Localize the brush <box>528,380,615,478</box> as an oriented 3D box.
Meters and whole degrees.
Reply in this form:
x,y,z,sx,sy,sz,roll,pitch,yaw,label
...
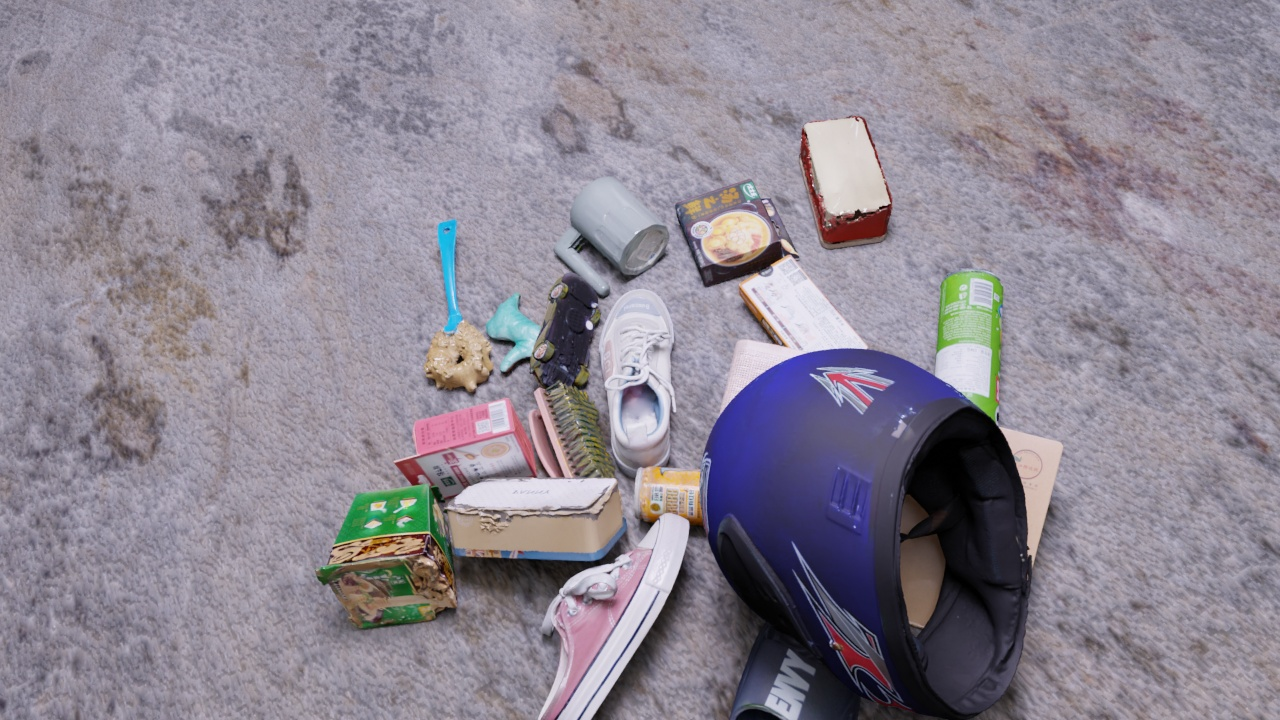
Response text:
x,y,z,sx,sy,sz,roll,pitch,yaw,label
-0.076,0.098,1.001,0.073,0.063,0.145,-35,57,20,brush

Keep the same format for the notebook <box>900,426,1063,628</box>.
x,y,z,sx,sy,sz,roll,pitch,yaw,label
0.305,0.160,0.884,0.148,0.008,0.207,15,86,17,notebook

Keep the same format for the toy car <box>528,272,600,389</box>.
x,y,z,sx,sy,sz,roll,pitch,yaw,label
-0.088,-0.032,1.080,0.042,0.070,0.157,-17,47,39,toy car

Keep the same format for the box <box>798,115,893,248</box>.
x,y,z,sx,sy,sz,roll,pitch,yaw,label
0.253,-0.231,1.151,0.091,0.080,0.168,-8,56,2,box

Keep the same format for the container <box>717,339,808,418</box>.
x,y,z,sx,sy,sz,roll,pitch,yaw,label
0.133,0.052,0.982,0.090,0.090,0.110,12,63,15,container

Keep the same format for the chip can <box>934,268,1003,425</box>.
x,y,z,sx,sy,sz,roll,pitch,yaw,label
0.351,0.013,0.984,0.072,0.072,0.235,8,59,12,chip can

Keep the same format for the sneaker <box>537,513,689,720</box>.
x,y,z,sx,sy,sz,roll,pitch,yaw,label
-0.038,0.239,0.877,0.088,0.118,0.240,33,71,2,sneaker

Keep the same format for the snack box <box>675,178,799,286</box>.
x,y,z,sx,sy,sz,roll,pitch,yaw,label
0.120,-0.162,1.147,0.125,0.053,0.113,-19,57,1,snack box

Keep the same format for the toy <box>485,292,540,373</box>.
x,y,z,sx,sy,sz,roll,pitch,yaw,label
-0.150,-0.031,1.109,0.092,0.030,0.096,30,72,26,toy

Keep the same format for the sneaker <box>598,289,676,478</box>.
x,y,z,sx,sy,sz,roll,pitch,yaw,label
-0.006,0.006,1.028,0.089,0.091,0.241,-4,56,4,sneaker

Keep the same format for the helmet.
x,y,z,sx,sy,sz,roll,pitch,yaw,label
0.180,0.141,0.799,0.246,0.316,0.241,-37,27,-31,helmet

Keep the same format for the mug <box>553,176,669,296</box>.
x,y,z,sx,sy,sz,roll,pitch,yaw,label
-0.039,-0.153,1.151,0.124,0.083,0.103,-49,62,8,mug

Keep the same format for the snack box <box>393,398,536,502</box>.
x,y,z,sx,sy,sz,roll,pitch,yaw,label
-0.185,0.098,0.979,0.127,0.113,0.044,-14,58,-1,snack box

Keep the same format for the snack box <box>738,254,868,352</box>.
x,y,z,sx,sy,sz,roll,pitch,yaw,label
0.186,-0.046,1.059,0.075,0.026,0.153,-31,67,-9,snack box

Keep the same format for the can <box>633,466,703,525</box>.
x,y,z,sx,sy,sz,roll,pitch,yaw,label
0.069,0.142,0.948,0.146,0.058,0.058,2,58,9,can

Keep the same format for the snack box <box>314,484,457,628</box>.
x,y,z,sx,sy,sz,roll,pitch,yaw,label
-0.250,0.194,0.937,0.117,0.118,0.105,-8,44,2,snack box

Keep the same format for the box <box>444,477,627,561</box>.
x,y,z,sx,sy,sz,roll,pitch,yaw,label
-0.099,0.157,0.922,0.184,0.059,0.089,0,15,23,box

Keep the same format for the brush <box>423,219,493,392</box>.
x,y,z,sx,sy,sz,roll,pitch,yaw,label
-0.231,-0.073,1.131,0.083,0.046,0.254,-14,62,5,brush

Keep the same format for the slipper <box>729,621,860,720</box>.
x,y,z,sx,sy,sz,roll,pitch,yaw,label
0.124,0.341,0.800,0.111,0.083,0.267,16,62,15,slipper
